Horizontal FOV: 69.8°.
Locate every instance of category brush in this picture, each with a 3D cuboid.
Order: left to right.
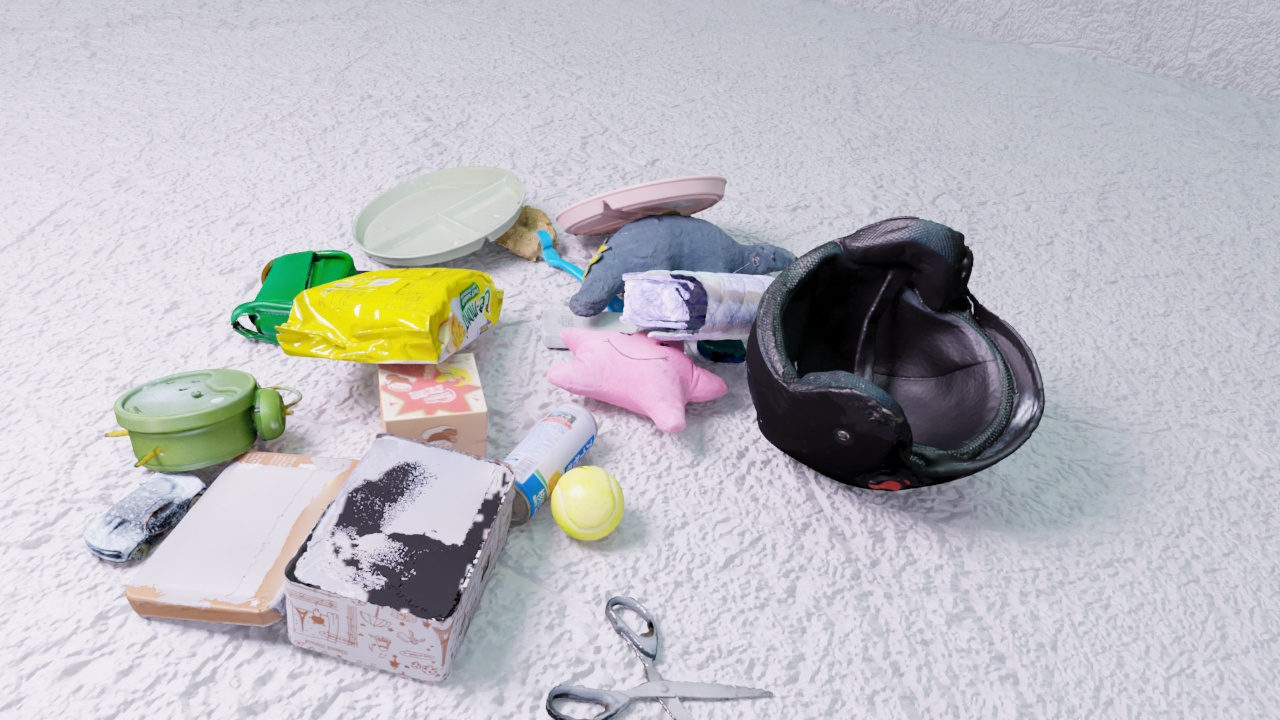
[{"bbox_3d":[-0.099,-0.125,1.172,0.083,0.046,0.255,-22,50,-38],"label":"brush"}]

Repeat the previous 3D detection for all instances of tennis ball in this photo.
[{"bbox_3d":[-0.046,0.126,0.809,0.065,0.066,0.065,6,35,-4],"label":"tennis ball"}]

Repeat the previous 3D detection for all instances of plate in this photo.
[{"bbox_3d":[-0.259,-0.188,1.190,0.230,0.027,0.229,-7,37,5],"label":"plate"},{"bbox_3d":[0.003,-0.198,1.200,0.229,0.028,0.229,-12,0,0],"label":"plate"}]

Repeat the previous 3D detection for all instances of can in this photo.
[{"bbox_3d":[-0.091,0.093,0.854,0.053,0.053,0.134,21,37,17],"label":"can"}]

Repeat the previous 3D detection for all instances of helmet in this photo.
[{"bbox_3d":[0.233,0.012,0.890,0.275,0.231,0.232,27,63,2],"label":"helmet"}]

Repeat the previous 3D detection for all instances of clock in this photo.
[{"bbox_3d":[-0.389,0.048,0.833,0.160,0.056,0.116,-20,27,-39],"label":"clock"}]

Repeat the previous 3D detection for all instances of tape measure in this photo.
[{"bbox_3d":[0.094,-0.021,1.078,0.054,0.025,0.058,0,35,-13],"label":"tape measure"}]

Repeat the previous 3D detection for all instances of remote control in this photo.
[{"bbox_3d":[-0.042,-0.034,1.071,0.150,0.021,0.058,2,36,-10],"label":"remote control"}]

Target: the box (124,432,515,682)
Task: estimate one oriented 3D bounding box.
[{"bbox_3d":[-0.249,0.139,0.734,0.262,0.088,0.177,13,35,5],"label":"box"}]

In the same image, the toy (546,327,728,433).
[{"bbox_3d":[-0.006,0.006,0.978,0.195,0.075,0.178,21,30,19],"label":"toy"}]

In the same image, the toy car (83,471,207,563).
[{"bbox_3d":[-0.410,0.125,0.765,0.049,0.031,0.105,18,36,12],"label":"toy car"}]

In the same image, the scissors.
[{"bbox_3d":[0.013,0.250,0.692,0.159,0.014,0.177,-18,44,-32],"label":"scissors"}]

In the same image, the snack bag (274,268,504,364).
[{"bbox_3d":[-0.246,-0.051,0.934,0.158,0.068,0.246,1,13,6],"label":"snack bag"}]

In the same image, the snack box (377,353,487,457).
[{"bbox_3d":[-0.198,0.052,0.869,0.092,0.077,0.094,-4,37,-17],"label":"snack box"}]

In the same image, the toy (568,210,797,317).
[{"bbox_3d":[0.043,-0.125,1.149,0.355,0.092,0.138,-12,50,-33],"label":"toy"}]

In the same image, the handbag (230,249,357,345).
[{"bbox_3d":[-0.376,-0.067,1.017,0.120,0.068,0.131,0,37,0],"label":"handbag"}]

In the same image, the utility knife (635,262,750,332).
[{"bbox_3d":[0.067,-0.079,1.095,0.192,0.029,0.013,-32,93,-32],"label":"utility knife"}]

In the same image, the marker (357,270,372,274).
[{"bbox_3d":[-0.337,-0.098,1.102,0.132,0.020,0.022,0,30,-13],"label":"marker"}]

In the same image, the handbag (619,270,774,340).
[{"bbox_3d":[0.080,-0.058,0.992,0.134,0.075,0.193,7,8,44],"label":"handbag"}]
